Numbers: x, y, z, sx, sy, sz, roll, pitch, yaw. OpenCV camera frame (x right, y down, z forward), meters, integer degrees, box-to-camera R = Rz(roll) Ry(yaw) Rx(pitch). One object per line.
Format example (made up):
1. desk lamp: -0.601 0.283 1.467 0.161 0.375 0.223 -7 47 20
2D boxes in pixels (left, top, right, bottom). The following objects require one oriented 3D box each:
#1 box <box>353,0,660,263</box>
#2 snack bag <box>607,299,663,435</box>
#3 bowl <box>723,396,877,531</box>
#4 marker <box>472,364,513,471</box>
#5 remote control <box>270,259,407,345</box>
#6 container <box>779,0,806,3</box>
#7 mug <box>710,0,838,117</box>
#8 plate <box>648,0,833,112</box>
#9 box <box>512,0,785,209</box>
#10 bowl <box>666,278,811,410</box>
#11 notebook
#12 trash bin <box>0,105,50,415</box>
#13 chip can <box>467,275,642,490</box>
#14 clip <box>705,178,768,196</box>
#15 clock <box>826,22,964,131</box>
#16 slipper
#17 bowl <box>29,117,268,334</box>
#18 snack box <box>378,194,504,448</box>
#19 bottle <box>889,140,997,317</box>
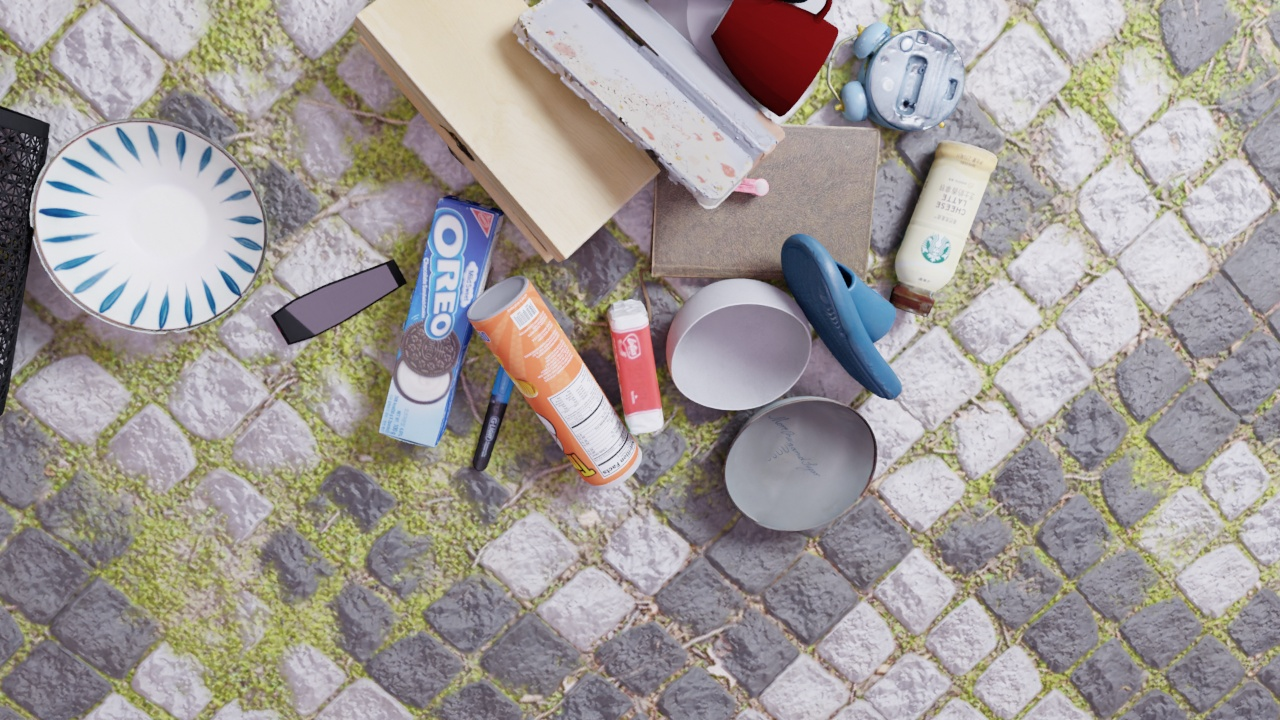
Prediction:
1. box: -0.107 -0.216 0.777 0.140 0.122 0.249 -38 104 8
2. snack bag: -0.005 0.005 0.860 0.036 0.077 0.116 -9 104 -2
3. bowl: 0.151 0.091 0.903 0.150 0.056 0.151 -3 114 -7
4. marker: -0.140 0.050 0.888 0.018 0.015 0.123 16 102 -10
5. remote control: -0.279 -0.055 0.851 0.125 0.010 0.039 -26 104 -1
6. container: 0.088 -0.407 0.768 0.145 0.071 0.187 3 93 -7
7. mug: 0.113 -0.277 0.775 0.088 0.086 0.114 30 138 -10
8. plate: 0.094 -0.311 0.829 0.172 0.019 0.173 -1 103 -6
9. box: 0.011 -0.225 0.760 0.216 0.153 0.059 44 130 0
10. bowl: 0.089 -0.022 0.861 0.132 0.064 0.132 -3 131 -4
11. notebook: 0.112 -0.128 0.865 0.215 0.034 0.190 2 104 -7
12. trash bin: -0.588 -0.099 0.715 0.217 0.217 0.243 19 93 -10
13. chip can: -0.075 0.024 0.840 0.062 0.062 0.210 -31 118 1
14. clip: 0.085 -0.159 0.829 0.059 0.038 0.022 8 99 -6
15. clock: 0.232 -0.258 0.840 0.124 0.051 0.089 11 103 -8
16. slipper: 0.191 -0.043 0.844 0.059 0.104 0.214 -41 130 -2
17. bowl: -0.410 -0.116 0.787 0.177 0.071 0.177 -4 105 -15
18. snack box: -0.182 -0.035 0.843 0.059 0.059 0.226 17 100 -6
19. bottle: 0.283 -0.123 0.873 0.056 0.056 0.162 17 100 -10
